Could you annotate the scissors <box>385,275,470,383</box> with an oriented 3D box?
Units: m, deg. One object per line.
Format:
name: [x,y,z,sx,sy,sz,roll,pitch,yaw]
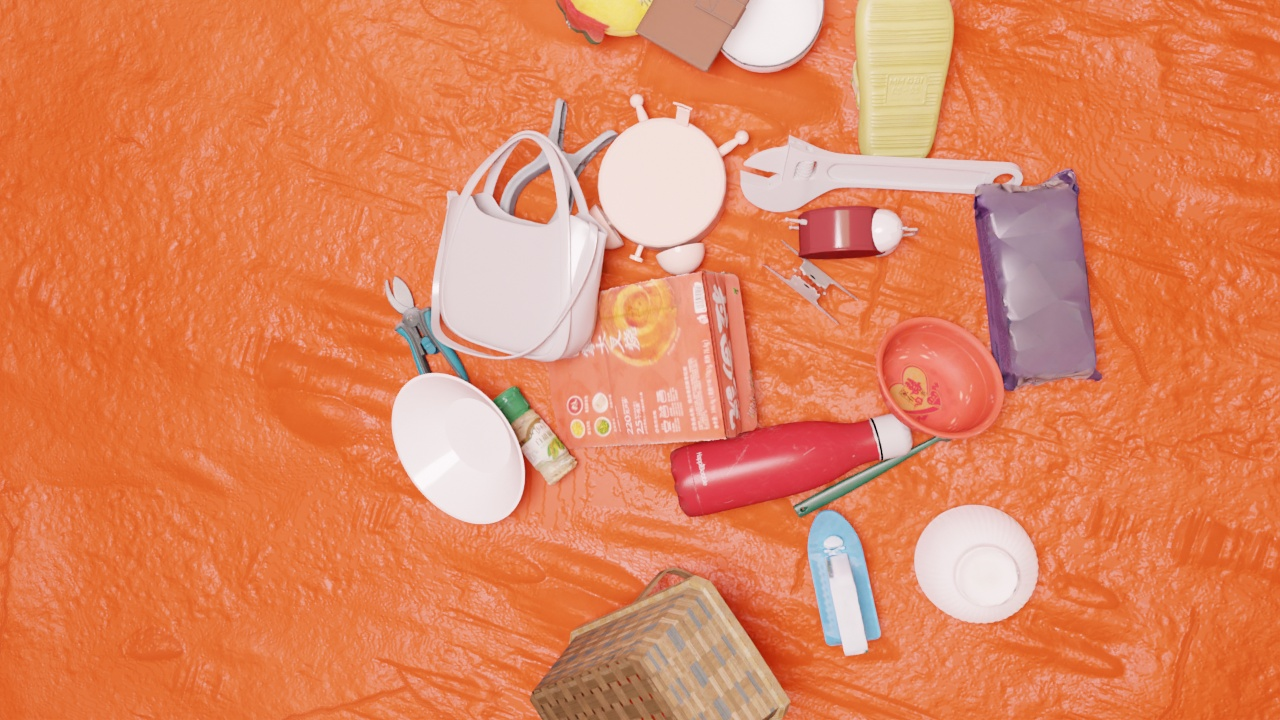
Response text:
scissors: [-0.235,-0.023,1.011,0.150,0.019,0.131,15,92,10]

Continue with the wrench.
wrench: [0.237,-0.178,0.913,0.273,0.087,0.018,4,54,0]

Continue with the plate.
plate: [-0.185,0.088,0.976,0.174,0.036,0.174,13,117,26]

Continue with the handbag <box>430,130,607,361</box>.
handbag: [-0.134,-0.120,0.928,0.216,0.095,0.223,15,108,25]

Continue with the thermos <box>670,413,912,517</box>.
thermos: [0.152,0.099,0.923,0.240,0.073,0.073,-14,89,7]

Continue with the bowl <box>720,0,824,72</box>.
bowl: [0.126,-0.341,0.919,0.113,0.063,0.113,0,92,11]

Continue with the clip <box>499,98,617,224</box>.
clip: [-0.109,-0.201,0.980,0.106,0.027,0.163,36,97,6]

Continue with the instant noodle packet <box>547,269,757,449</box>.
instant noodle packet: [-0.006,0.005,0.939,0.221,0.083,0.164,-8,90,29]

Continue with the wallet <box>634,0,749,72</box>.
wallet: [0.060,-0.353,0.892,0.087,0.013,0.121,33,97,11]

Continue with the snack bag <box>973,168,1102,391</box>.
snack bag: [0.385,-0.076,0.887,0.096,0.058,0.205,-8,91,10]

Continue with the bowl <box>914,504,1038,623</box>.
bowl: [0.334,0.205,0.902,0.118,0.062,0.118,0,91,9]

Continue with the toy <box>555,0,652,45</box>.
toy: [-0.012,-0.411,0.929,0.134,0.092,0.207,41,89,-17]

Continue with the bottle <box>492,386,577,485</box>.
bottle: [-0.116,0.081,0.982,0.043,0.043,0.111,-40,86,8]

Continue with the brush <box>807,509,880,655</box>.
brush: [0.200,0.217,0.918,0.055,0.075,0.136,-12,90,9]

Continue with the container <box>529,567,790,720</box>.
container: [0.030,0.305,0.907,0.157,0.185,0.251,56,136,4]

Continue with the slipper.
slipper: [0.250,-0.282,0.897,0.091,0.081,0.191,-4,117,3]

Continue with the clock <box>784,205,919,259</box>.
clock: [0.208,-0.125,0.901,0.125,0.087,0.044,-1,90,13]

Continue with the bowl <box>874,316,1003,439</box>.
bowl: [0.284,0.024,0.896,0.130,0.045,0.130,5,62,-10]

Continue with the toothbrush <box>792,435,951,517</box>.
toothbrush: [0.242,0.110,0.938,0.190,0.017,0.016,-30,94,10]

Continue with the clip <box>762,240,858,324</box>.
clip: [0.173,-0.082,0.931,0.102,0.054,0.057,38,61,6]

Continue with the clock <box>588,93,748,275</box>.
clock: [0.021,-0.177,0.936,0.131,0.086,0.160,22,101,8]
